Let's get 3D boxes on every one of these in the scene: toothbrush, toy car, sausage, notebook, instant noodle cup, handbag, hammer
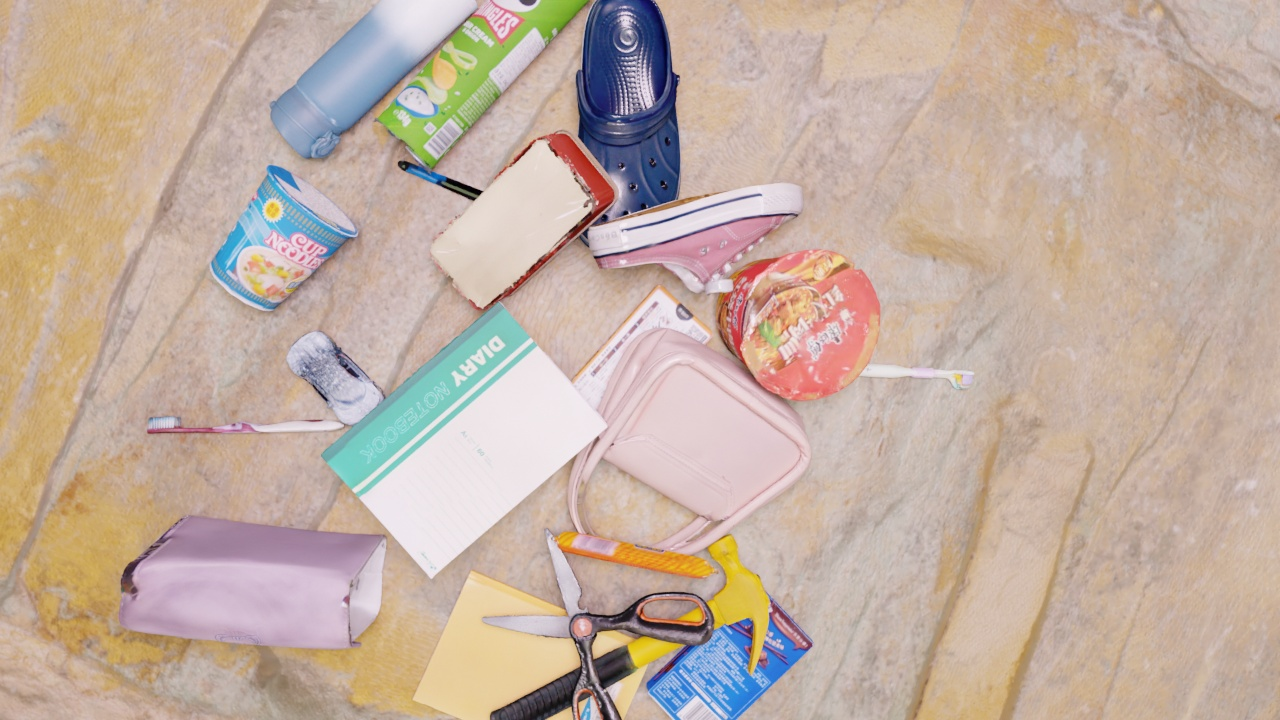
[{"bbox_3d":[-0.383,0.062,0.893,0.187,0.016,0.017,-1,83,-4],"label":"toothbrush"},{"bbox_3d":[-0.148,-0.158,0.897,0.189,0.016,0.014,22,86,-4],"label":"toothbrush"},{"bbox_3d":[-0.295,0.019,0.889,0.049,0.031,0.105,-44,96,0],"label":"toy car"},{"bbox_3d":[0.243,0.013,0.933,0.189,0.029,0.020,4,51,-3],"label":"toothbrush"},{"bbox_3d":[-0.005,0.188,0.884,0.165,0.021,0.021,12,92,-1],"label":"sausage"},{"bbox_3d":[-0.155,0.071,0.817,0.209,0.012,0.150,-41,95,-2],"label":"notebook"},{"bbox_3d":[-0.337,-0.108,0.853,0.099,0.099,0.110,41,97,-5],"label":"instant noodle cup"},{"bbox_3d":[-0.345,0.208,0.839,0.197,0.145,0.098,6,90,-4],"label":"handbag"},{"bbox_3d":[-0.107,0.317,0.930,0.206,0.010,0.146,24,91,-5],"label":"notebook"},{"bbox_3d":[0.141,-0.039,0.869,0.137,0.108,0.138,-3,101,-14],"label":"instant noodle cup"},{"bbox_3d":[0.028,0.102,0.886,0.193,0.093,0.234,33,103,-19],"label":"handbag"},{"bbox_3d":[-0.009,0.294,0.906,0.301,0.033,0.128,-27,80,1],"label":"hammer"}]

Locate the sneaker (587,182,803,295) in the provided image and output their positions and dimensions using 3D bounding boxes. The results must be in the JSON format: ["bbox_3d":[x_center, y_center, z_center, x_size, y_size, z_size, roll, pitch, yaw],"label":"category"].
[{"bbox_3d":[0.060,-0.107,0.849,0.240,0.118,0.088,-20,104,-34],"label":"sneaker"}]

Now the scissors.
[{"bbox_3d":[-0.038,0.267,0.883,0.221,0.022,0.233,-15,82,2],"label":"scissors"}]

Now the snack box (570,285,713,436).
[{"bbox_3d":[-0.005,0.005,0.911,0.075,0.026,0.154,42,90,-6],"label":"snack box"}]

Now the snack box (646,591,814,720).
[{"bbox_3d":[0.091,0.310,0.934,0.157,0.026,0.084,-43,94,-1],"label":"snack box"}]

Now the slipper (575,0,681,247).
[{"bbox_3d":[-0.010,-0.229,0.865,0.105,0.095,0.253,2,90,-2],"label":"slipper"}]

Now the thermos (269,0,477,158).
[{"bbox_3d":[-0.251,-0.280,0.859,0.220,0.070,0.070,-44,95,-1],"label":"thermos"}]

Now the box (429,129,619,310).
[{"bbox_3d":[-0.112,-0.126,0.835,0.169,0.077,0.091,-38,94,27],"label":"box"}]

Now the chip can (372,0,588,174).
[{"bbox_3d":[-0.144,-0.285,0.862,0.072,0.072,0.236,43,90,-5],"label":"chip can"}]
